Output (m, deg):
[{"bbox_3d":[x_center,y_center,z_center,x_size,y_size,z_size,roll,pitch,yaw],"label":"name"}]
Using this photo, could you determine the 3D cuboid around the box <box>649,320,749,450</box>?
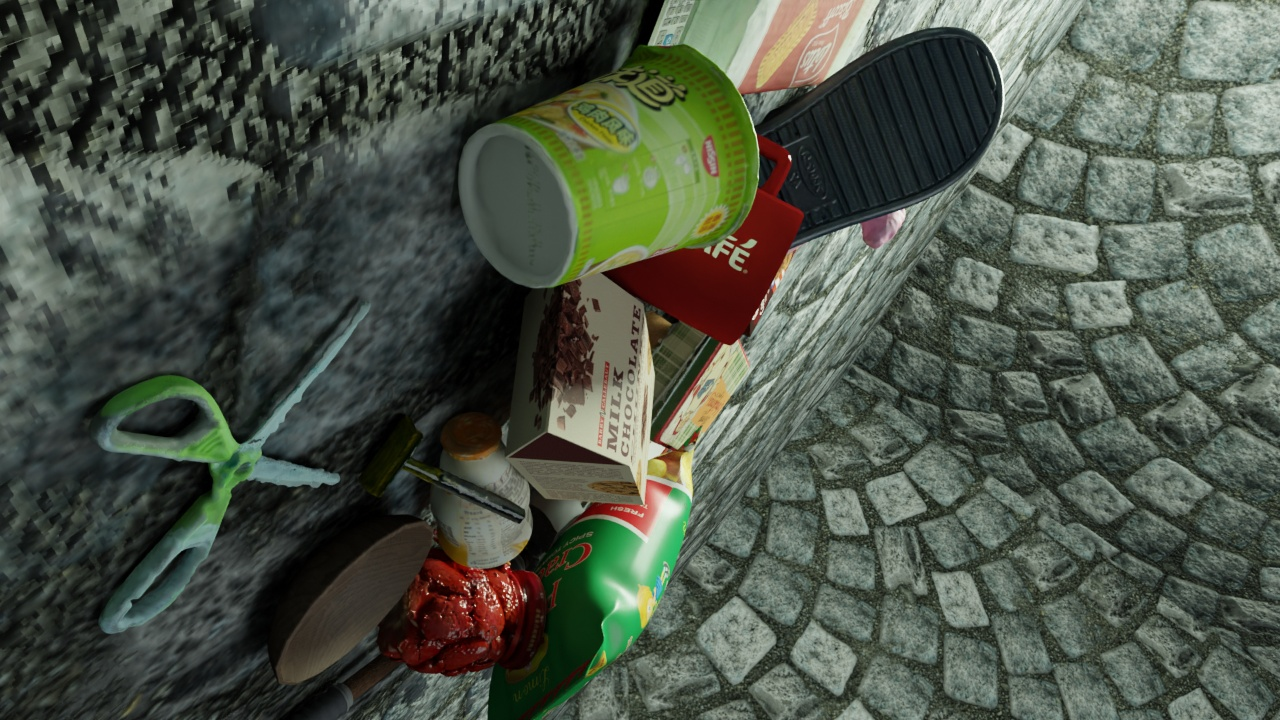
[{"bbox_3d":[0.043,0.022,0.806,0.117,0.050,0.205,-52,167,-2],"label":"box"}]

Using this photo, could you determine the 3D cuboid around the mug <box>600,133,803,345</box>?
[{"bbox_3d":[0.036,-0.082,0.525,0.116,0.096,0.080,-62,180,-9],"label":"mug"}]

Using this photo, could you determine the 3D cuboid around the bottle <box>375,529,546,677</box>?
[{"bbox_3d":[-0.129,0.168,0.642,0.111,0.099,0.099,15,119,-30],"label":"bottle"}]

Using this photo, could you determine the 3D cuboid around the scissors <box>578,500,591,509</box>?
[{"bbox_3d":[-0.039,0.117,0.902,0.169,0.012,0.133,-41,151,-5],"label":"scissors"}]

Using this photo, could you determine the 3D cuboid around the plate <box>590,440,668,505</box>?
[{"bbox_3d":[0.013,0.075,1.010,0.229,0.021,0.230,-49,165,-18],"label":"plate"}]

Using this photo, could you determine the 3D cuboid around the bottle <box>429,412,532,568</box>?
[{"bbox_3d":[-0.102,0.081,0.579,0.063,0.063,0.109,-42,149,-37],"label":"bottle"}]

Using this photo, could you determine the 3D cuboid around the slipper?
[{"bbox_3d":[0.116,-0.128,0.613,0.263,0.101,0.082,-27,-174,-5],"label":"slipper"}]

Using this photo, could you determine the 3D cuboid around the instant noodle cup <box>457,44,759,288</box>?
[{"bbox_3d":[-0.017,-0.081,0.409,0.107,0.099,0.099,-31,155,-40],"label":"instant noodle cup"}]

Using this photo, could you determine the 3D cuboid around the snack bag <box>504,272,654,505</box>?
[{"bbox_3d":[-0.034,0.021,0.545,0.206,0.070,0.094,79,15,-72],"label":"snack bag"}]

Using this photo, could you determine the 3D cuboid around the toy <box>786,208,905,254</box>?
[{"bbox_3d":[0.148,-0.133,0.735,0.265,0.128,0.187,-45,169,-8],"label":"toy"}]

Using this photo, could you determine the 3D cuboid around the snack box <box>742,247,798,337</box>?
[{"bbox_3d":[0.116,-0.095,0.844,0.140,0.032,0.051,-60,161,-22],"label":"snack box"}]

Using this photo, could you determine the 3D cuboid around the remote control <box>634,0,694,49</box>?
[{"bbox_3d":[0.002,-0.146,0.465,0.028,0.012,0.124,-36,158,-49],"label":"remote control"}]

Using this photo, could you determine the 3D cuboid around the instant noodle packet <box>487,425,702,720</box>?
[{"bbox_3d":[-0.038,0.181,0.727,0.196,0.090,0.251,-51,-175,41],"label":"instant noodle packet"}]

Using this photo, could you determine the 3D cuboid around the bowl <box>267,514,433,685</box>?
[{"bbox_3d":[-0.173,0.131,0.533,0.117,0.030,0.118,-49,165,-18],"label":"bowl"}]

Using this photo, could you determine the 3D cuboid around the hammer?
[{"bbox_3d":[-0.172,0.217,0.736,0.321,0.043,0.156,-31,154,-51],"label":"hammer"}]

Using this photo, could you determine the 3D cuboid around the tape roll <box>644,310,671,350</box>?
[{"bbox_3d":[-0.005,0.004,0.772,0.093,0.027,0.094,-49,165,-18],"label":"tape roll"}]

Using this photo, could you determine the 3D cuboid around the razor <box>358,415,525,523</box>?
[{"bbox_3d":[-0.104,0.071,0.520,0.106,0.026,0.042,36,90,-42],"label":"razor"}]

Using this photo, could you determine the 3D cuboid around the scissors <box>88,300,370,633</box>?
[{"bbox_3d":[-0.168,0.042,0.379,0.172,0.021,0.171,-56,163,-7],"label":"scissors"}]

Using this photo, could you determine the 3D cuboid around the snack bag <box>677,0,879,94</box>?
[{"bbox_3d":[0.088,-0.201,0.552,0.224,0.041,0.078,-29,151,-56],"label":"snack bag"}]
